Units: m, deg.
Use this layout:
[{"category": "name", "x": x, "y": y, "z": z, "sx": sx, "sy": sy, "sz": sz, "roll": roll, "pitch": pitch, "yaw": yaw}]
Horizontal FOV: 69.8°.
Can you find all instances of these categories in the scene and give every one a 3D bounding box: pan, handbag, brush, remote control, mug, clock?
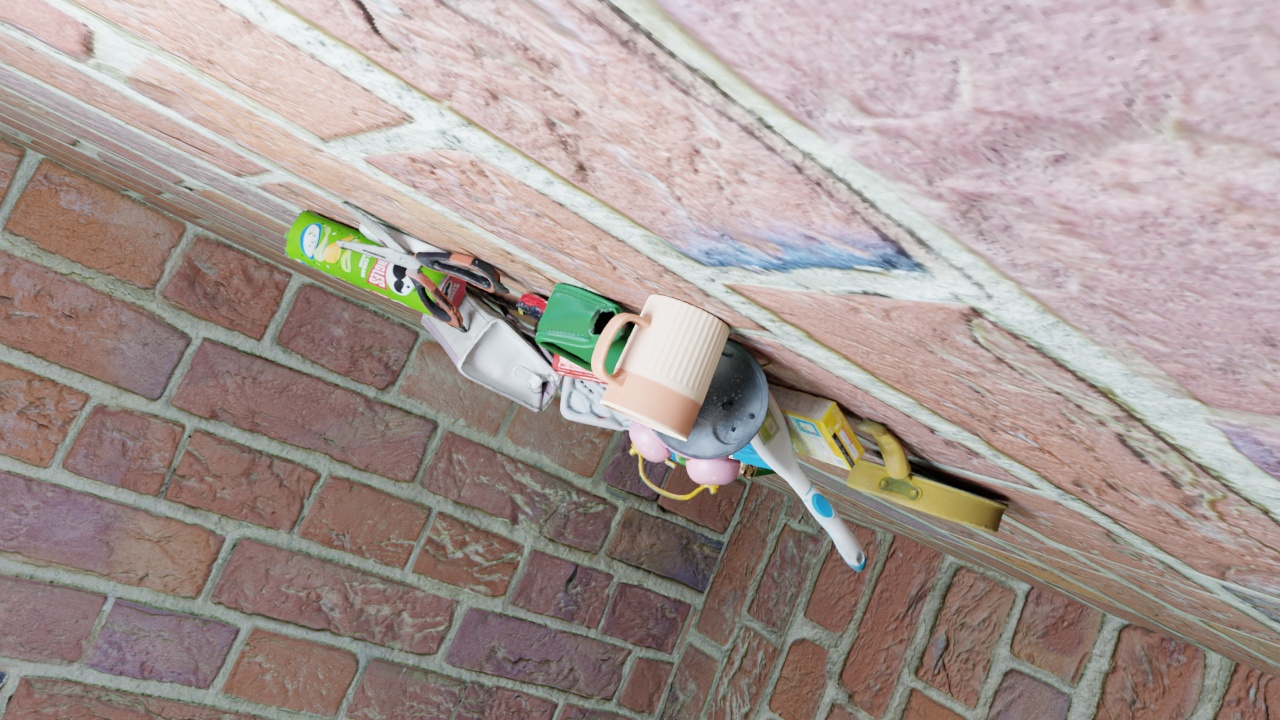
[{"category": "pan", "x": 0.321, "y": 0.135, "z": 1.095, "sx": 0.198, "sy": 0.078, "sz": 0.357, "roll": 15, "pitch": 177, "yaw": 35}, {"category": "handbag", "x": -0.197, "y": -0.024, "z": 1.239, "sx": 0.145, "sy": 0.098, "sz": 0.197, "roll": 40, "pitch": 180, "yaw": -34}, {"category": "brush", "x": 0.154, "y": 0.119, "z": 1.006, "sx": 0.110, "sy": 0.060, "sz": 0.315, "roll": 12, "pitch": 142, "yaw": 47}, {"category": "remote control", "x": -0.265, "y": -0.130, "z": 1.086, "sx": 0.136, "sy": 0.020, "sz": 0.056, "roll": 23, "pitch": 174, "yaw": 2}, {"category": "mug", "x": 0.012, "y": 0.000, "z": 0.794, "sx": 0.114, "sy": 0.106, "sz": 0.082, "roll": 28, "pitch": 172, "yaw": -34}, {"category": "handbag", "x": -0.034, "y": -0.027, "z": 0.956, "sx": 0.120, "sy": 0.068, "sz": 0.131, "roll": 9, "pitch": 165, "yaw": 36}, {"category": "clock", "x": 0.053, "y": 0.055, "z": 0.867, "sx": 0.117, "sy": 0.158, "sz": 0.060, "roll": 23, "pitch": 171, "yaw": 8}]

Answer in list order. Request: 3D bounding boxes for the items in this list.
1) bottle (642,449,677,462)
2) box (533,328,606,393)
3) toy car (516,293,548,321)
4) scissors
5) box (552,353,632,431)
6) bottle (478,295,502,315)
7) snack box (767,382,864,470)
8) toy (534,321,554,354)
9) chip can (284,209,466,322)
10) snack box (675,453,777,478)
[{"category": "bottle", "x": 0.097, "y": 0.113, "z": 1.268, "sx": 0.218, "sy": 0.065, "sz": 0.065, "roll": -1, "pitch": -171, "yaw": -33}, {"category": "box", "x": -0.105, "y": 0.012, "z": 1.392, "sx": 0.184, "sy": 0.089, "sz": 0.061, "roll": 14, "pitch": 168, "yaw": 44}, {"category": "toy car", "x": -0.104, "y": -0.052, "z": 1.110, "sx": 0.049, "sy": 0.031, "sz": 0.106, "roll": 20, "pitch": 170, "yaw": 34}, {"category": "scissors", "x": -0.253, "y": -0.108, "z": 1.060, "sx": 0.189, "sy": 0.015, "sz": 0.222, "roll": -8, "pitch": 136, "yaw": 40}, {"category": "box", "x": -0.002, "y": 0.045, "z": 1.069, "sx": 0.201, "sy": 0.102, "sz": 0.095, "roll": 10, "pitch": -166, "yaw": 12}, {"category": "bottle", "x": -0.288, "y": -0.088, "z": 1.344, "sx": 0.175, "sy": 0.057, "sz": 0.057, "roll": 26, "pitch": 173, "yaw": -25}, {"category": "snack box", "x": 0.170, "y": 0.068, "z": 1.012, "sx": 0.141, "sy": 0.033, "sz": 0.087, "roll": 14, "pitch": 149, "yaw": 48}, {"category": "toy", "x": -0.085, "y": -0.019, "z": 1.246, "sx": 0.121, "sy": 0.054, "sz": 0.159, "roll": 28, "pitch": 180, "yaw": -27}, {"category": "chip can", "x": -0.344, "y": -0.124, "z": 1.190, "sx": 0.236, "sy": 0.072, "sz": 0.072, "roll": 22, "pitch": 174, "yaw": 13}, {"category": "snack box", "x": 0.130, "y": 0.095, "z": 1.192, "sx": 0.105, "sy": 0.118, "sz": 0.118, "roll": 15, "pitch": -179, "yaw": -44}]
